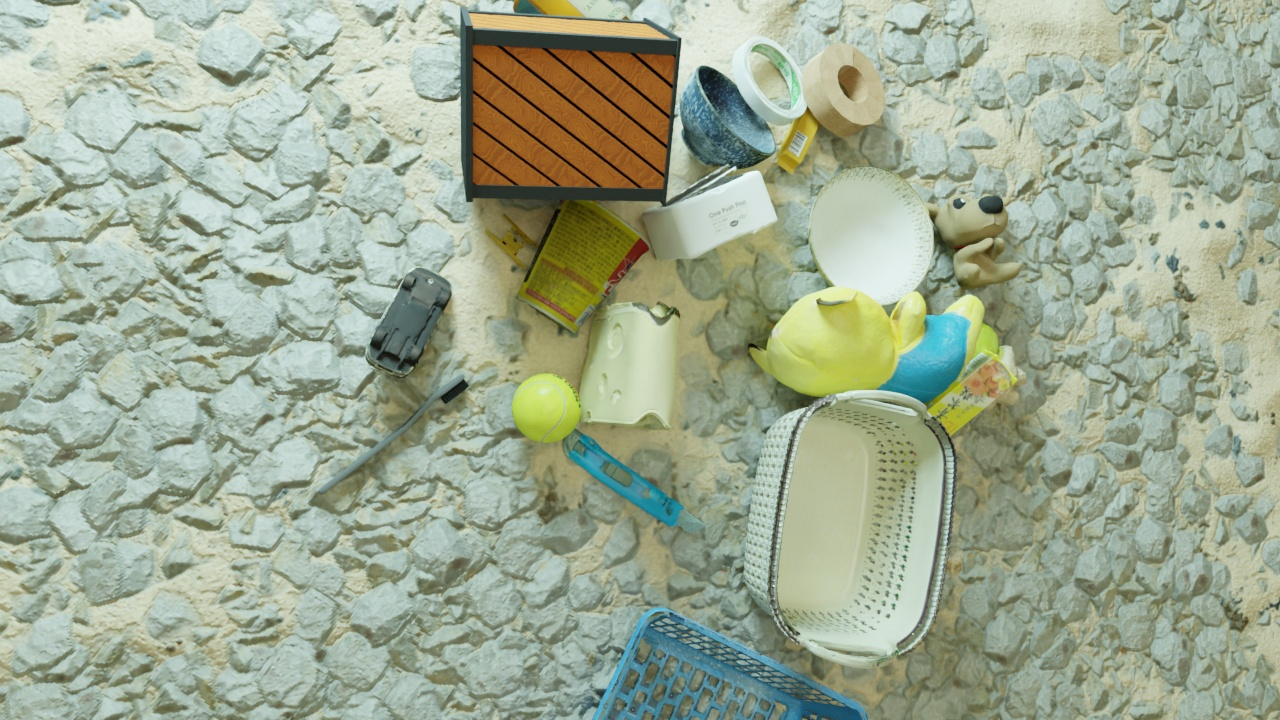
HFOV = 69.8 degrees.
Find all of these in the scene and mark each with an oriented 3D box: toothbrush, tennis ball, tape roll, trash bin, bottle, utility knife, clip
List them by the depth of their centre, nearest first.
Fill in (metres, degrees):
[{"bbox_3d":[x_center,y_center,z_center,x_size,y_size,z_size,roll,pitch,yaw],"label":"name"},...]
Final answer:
[{"bbox_3d":[-0.070,-0.227,0.813,0.171,0.139,0.140,-1,117,-12],"label":"trash bin"},{"bbox_3d":[-0.228,0.068,0.849,0.167,0.013,0.013,-39,106,-15],"label":"toothbrush"},{"bbox_3d":[-0.088,0.045,0.864,0.065,0.065,0.065,1,86,-17],"label":"tennis ball"},{"bbox_3d":[-0.121,-0.114,0.879,0.054,0.046,0.048,45,120,-11],"label":"clip"},{"bbox_3d":[-0.044,-0.317,0.897,0.157,0.068,0.067,39,77,-11],"label":"bottle"},{"bbox_3d":[-0.007,0.123,0.911,0.175,0.015,0.031,35,82,-13],"label":"utility knife"},{"bbox_3d":[0.136,-0.291,0.955,0.093,0.018,0.093,15,64,-34],"label":"tape roll"},{"bbox_3d":[0.217,-0.289,0.979,0.094,0.027,0.094,9,73,-30],"label":"tape roll"}]

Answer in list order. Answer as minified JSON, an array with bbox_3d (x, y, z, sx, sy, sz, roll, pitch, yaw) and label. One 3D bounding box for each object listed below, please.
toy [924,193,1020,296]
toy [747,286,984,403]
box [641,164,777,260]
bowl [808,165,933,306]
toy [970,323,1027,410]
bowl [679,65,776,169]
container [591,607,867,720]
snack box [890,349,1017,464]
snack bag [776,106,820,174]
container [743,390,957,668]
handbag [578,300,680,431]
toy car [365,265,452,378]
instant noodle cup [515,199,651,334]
[{"bbox_3d":[0.359,-0.132,0.996,0.134,0.106,0.108,-3,77,-13],"label":"toy"},{"bbox_3d":[0.230,-0.010,0.925,0.213,0.149,0.083,10,41,-18],"label":"toy"},{"bbox_3d":[0.059,-0.159,0.900,0.107,0.102,0.095,-23,104,-17],"label":"box"},{"bbox_3d":[0.230,-0.126,0.969,0.145,0.063,0.145,1,86,-17],"label":"bowl"},{"bbox_3d":[0.377,0.010,1.015,0.117,0.043,0.092,24,87,-16],"label":"toy"},{"bbox_3d":[0.077,-0.234,0.925,0.114,0.061,0.114,32,37,-29],"label":"bowl"},{"bbox_3d":[0.027,0.438,0.862,0.257,0.089,0.361,29,79,-13],"label":"container"},{"bbox_3d":[0.328,0.052,0.979,0.148,0.029,0.040,-41,101,7],"label":"snack box"},{"bbox_3d":[0.173,-0.246,0.982,0.026,0.020,0.099,29,79,-18],"label":"snack bag"},{"bbox_3d":[0.198,0.157,0.903,0.184,0.143,0.251,11,84,-14],"label":"container"},{"bbox_3d":[-0.005,0.005,0.867,0.081,0.111,0.119,9,84,-16],"label":"handbag"},{"bbox_3d":[-0.213,-0.035,0.848,0.048,0.041,0.112,29,61,-13],"label":"toy car"},{"bbox_3d":[-0.060,-0.088,0.872,0.100,0.100,0.112,31,87,-13],"label":"instant noodle cup"}]
